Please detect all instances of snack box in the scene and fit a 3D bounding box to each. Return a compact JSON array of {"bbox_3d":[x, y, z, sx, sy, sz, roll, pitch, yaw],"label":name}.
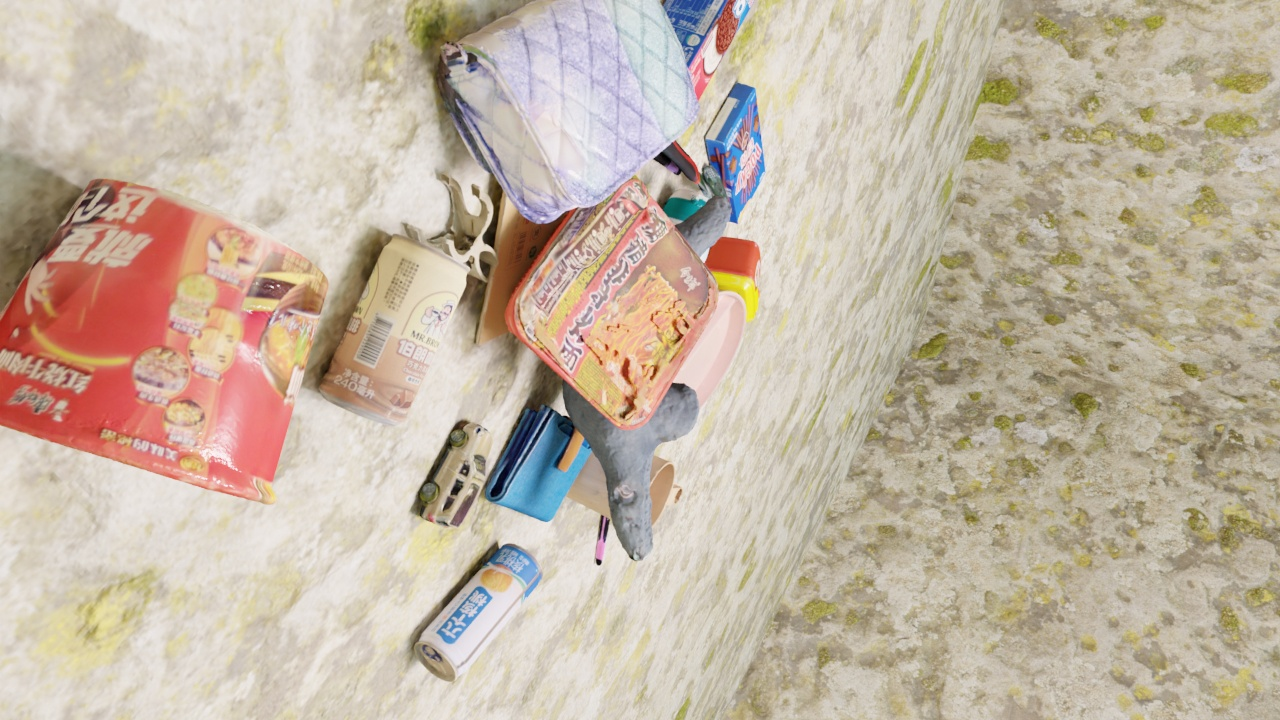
[{"bbox_3d":[0.112,-0.103,1.146,0.091,0.082,0.080,77,27,-56],"label":"snack box"},{"bbox_3d":[0.063,-0.327,0.838,0.207,0.057,0.058,-62,161,-15],"label":"snack box"},{"bbox_3d":[0.114,-0.240,1.081,0.084,0.026,0.157,-61,157,-18],"label":"snack box"}]

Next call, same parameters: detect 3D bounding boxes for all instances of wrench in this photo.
[{"bbox_3d":[0.043,-0.205,0.926,0.273,0.016,0.056,16,52,-67],"label":"wrench"}]

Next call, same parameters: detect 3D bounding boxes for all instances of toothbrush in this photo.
[{"bbox_3d":[0.012,-0.205,0.891,0.014,0.017,0.188,-60,161,7],"label":"toothbrush"},{"bbox_3d":[-0.040,0.182,1.137,0.017,0.014,0.190,-57,160,-57],"label":"toothbrush"}]

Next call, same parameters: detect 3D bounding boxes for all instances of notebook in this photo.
[{"bbox_3d":[-0.065,-0.106,0.793,0.207,0.008,0.148,-34,146,-54],"label":"notebook"}]

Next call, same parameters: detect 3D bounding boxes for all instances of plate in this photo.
[{"bbox_3d":[0.044,0.012,1.092,0.228,0.028,0.230,-39,151,-28],"label":"plate"}]

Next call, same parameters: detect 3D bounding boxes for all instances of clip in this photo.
[{"bbox_3d":[-0.121,-0.098,0.654,0.092,0.035,0.103,-70,163,7],"label":"clip"}]

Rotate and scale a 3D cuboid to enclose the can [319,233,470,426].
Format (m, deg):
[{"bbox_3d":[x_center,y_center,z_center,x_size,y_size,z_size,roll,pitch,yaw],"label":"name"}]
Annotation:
[{"bbox_3d":[-0.160,-0.019,0.601,0.116,0.058,0.058,-67,158,-4],"label":"can"}]

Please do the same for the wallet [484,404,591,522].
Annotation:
[{"bbox_3d":[-0.094,0.104,0.905,0.106,0.040,0.133,-60,158,-8],"label":"wallet"}]

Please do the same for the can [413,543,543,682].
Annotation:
[{"bbox_3d":[-0.152,0.237,0.870,0.134,0.053,0.053,-46,150,-43],"label":"can"}]

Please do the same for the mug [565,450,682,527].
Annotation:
[{"bbox_3d":[-0.019,0.131,1.013,0.124,0.103,0.084,13,98,-68],"label":"mug"}]

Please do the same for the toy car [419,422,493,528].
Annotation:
[{"bbox_3d":[-0.150,0.096,0.768,0.090,0.035,0.042,-66,159,-12],"label":"toy car"}]

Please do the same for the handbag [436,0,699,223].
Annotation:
[{"bbox_3d":[-0.045,-0.191,0.651,0.193,0.076,0.134,-48,118,-42],"label":"handbag"}]

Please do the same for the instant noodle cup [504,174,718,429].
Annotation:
[{"bbox_3d":[-0.028,-0.050,0.765,0.189,0.079,0.164,46,70,-39],"label":"instant noodle cup"}]

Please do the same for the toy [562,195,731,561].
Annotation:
[{"bbox_3d":[-0.005,0.005,0.868,0.091,0.138,0.356,62,38,-78],"label":"toy"}]

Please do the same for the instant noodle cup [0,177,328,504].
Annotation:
[{"bbox_3d":[-0.212,-0.009,0.406,0.138,0.138,0.108,49,56,-66],"label":"instant noodle cup"}]

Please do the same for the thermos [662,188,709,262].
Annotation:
[{"bbox_3d":[0.018,-0.073,0.963,0.224,0.073,0.073,-66,158,-6],"label":"thermos"}]
